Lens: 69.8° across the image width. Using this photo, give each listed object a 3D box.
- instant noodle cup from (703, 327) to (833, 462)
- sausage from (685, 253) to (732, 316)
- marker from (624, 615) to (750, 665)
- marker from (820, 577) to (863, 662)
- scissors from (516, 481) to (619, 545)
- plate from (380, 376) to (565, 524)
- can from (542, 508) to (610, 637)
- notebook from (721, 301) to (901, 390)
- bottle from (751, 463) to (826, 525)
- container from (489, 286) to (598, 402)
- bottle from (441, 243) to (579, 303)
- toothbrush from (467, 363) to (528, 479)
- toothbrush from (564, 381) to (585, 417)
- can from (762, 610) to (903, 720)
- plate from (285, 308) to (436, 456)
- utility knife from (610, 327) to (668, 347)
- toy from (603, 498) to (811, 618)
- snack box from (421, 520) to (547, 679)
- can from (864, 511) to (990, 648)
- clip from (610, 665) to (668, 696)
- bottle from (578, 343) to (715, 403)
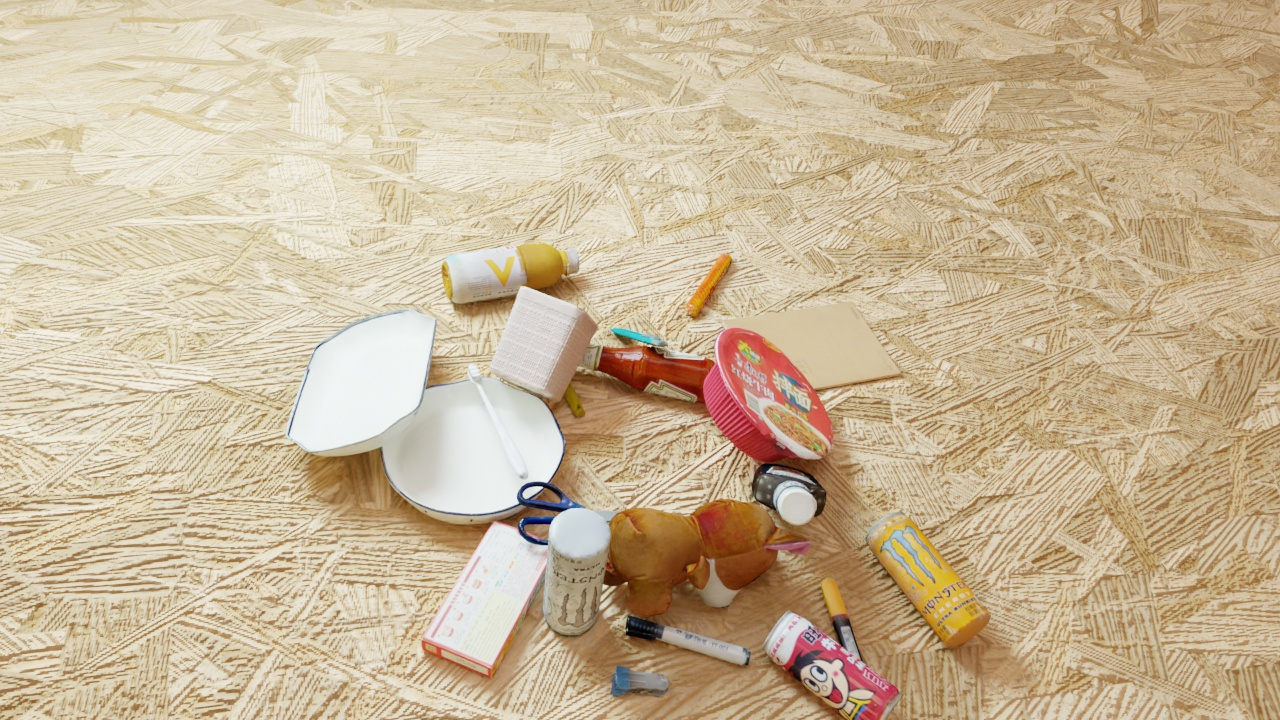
[{"bbox_3d":[0.144,0.053,1.112,0.193,0.066,0.193,33,32,-24],"label":"instant noodle cup"},{"bbox_3d":[0.102,-0.113,1.348,0.021,0.021,0.164,22,46,13],"label":"sausage"},{"bbox_3d":[0.047,0.286,0.932,0.131,0.018,0.022,15,53,7],"label":"marker"},{"bbox_3d":[0.214,0.286,0.962,0.018,0.015,0.123,-4,48,-11],"label":"marker"},{"bbox_3d":[-0.055,0.180,1.000,0.173,0.012,0.124,30,47,-6],"label":"scissors"},{"bbox_3d":[-0.192,0.106,1.058,0.205,0.046,0.204,5,44,-5],"label":"plate"},{"bbox_3d":[-0.064,0.209,0.898,0.058,0.147,0.058,5,44,-5],"label":"can"},{"bbox_3d":[0.238,-0.017,1.280,0.211,0.012,0.149,-9,48,-17],"label":"notebook"},{"bbox_3d":[0.162,0.145,0.991,0.080,0.044,0.195,13,1,5],"label":"bottle"},{"bbox_3d":[-0.119,-0.016,1.117,0.090,0.090,0.111,22,82,14],"label":"container"},{"bbox_3d":[-0.179,-0.126,1.281,0.189,0.068,0.068,-12,48,-21],"label":"bottle"},{"bbox_3d":[-0.165,0.068,1.056,0.016,0.016,0.180,-16,50,-21],"label":"toothbrush"},{"bbox_3d":[-0.109,0.001,1.198,0.015,0.017,0.190,-9,47,-22],"label":"toothbrush"},{"bbox_3d":[0.188,0.307,0.906,0.133,0.053,0.053,34,49,24],"label":"can"},{"bbox_3d":[-0.321,0.026,1.088,0.162,0.034,0.265,-13,36,3],"label":"plate"},{"bbox_3d":[-0.003,-0.032,1.197,0.029,0.013,0.151,3,7,-27],"label":"utility knife"},{"bbox_3d":[0.063,0.202,0.950,0.199,0.130,0.140,-13,15,-23],"label":"toy"},{"bbox_3d":[-0.151,0.240,0.939,0.077,0.027,0.155,19,45,10],"label":"snack box"},{"bbox_3d":[0.310,0.236,0.996,0.058,0.058,0.146,-16,49,-24],"label":"can"},{"bbox_3d":[0.000,0.315,0.895,0.058,0.045,0.027,7,42,-10],"label":"clip"},{"bbox_3d":[-0.007,0.007,1.176,0.206,0.060,0.059,12,44,1],"label":"bottle"}]
